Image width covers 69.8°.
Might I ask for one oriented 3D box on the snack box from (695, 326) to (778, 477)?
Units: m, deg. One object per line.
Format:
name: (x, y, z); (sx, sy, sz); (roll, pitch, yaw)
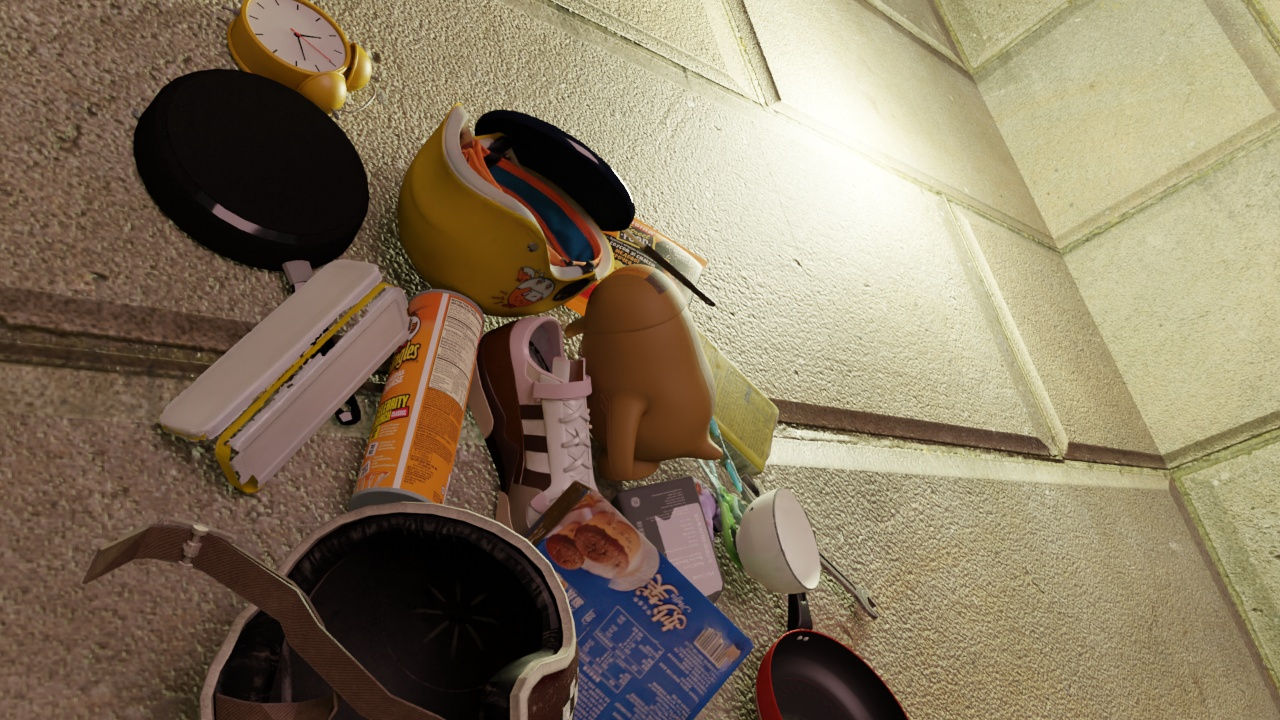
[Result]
snack box: (0.092, 0.052, 1.124); (0.181, 0.045, 0.121); (43, 40, -19)

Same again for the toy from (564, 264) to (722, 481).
toy: (-0.005, 0.005, 0.931); (0.198, 0.163, 0.203); (-50, 135, -60)

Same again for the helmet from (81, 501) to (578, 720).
helmet: (-0.159, 0.204, 0.584); (0.253, 0.233, 0.234); (-49, 145, -81)

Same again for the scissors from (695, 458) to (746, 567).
scissors: (0.091, 0.152, 1.023); (0.170, 0.028, 0.138); (53, 29, -30)

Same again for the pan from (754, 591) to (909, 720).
pan: (0.188, 0.330, 1.004); (0.208, 0.067, 0.355); (19, 34, -34)

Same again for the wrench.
wrench: (0.207, 0.230, 1.117); (0.273, 0.010, 0.070); (44, 16, -20)

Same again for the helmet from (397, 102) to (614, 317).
helmet: (-0.146, -0.123, 0.923); (0.209, 0.140, 0.239); (57, 16, 25)

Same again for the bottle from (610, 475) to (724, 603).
bottle: (0.035, 0.210, 0.919); (0.083, 0.046, 0.173); (-11, 69, -18)

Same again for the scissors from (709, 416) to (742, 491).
scissors: (0.092, 0.100, 1.020); (0.135, 0.015, 0.136); (-106, 174, -50)

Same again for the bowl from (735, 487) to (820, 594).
bowl: (0.146, 0.202, 1.005); (0.113, 0.063, 0.113); (44, 33, -41)

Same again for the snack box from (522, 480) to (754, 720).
snack box: (-0.030, 0.227, 0.778); (0.202, 0.069, 0.155); (46, 79, -13)

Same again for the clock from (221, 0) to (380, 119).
clock: (-0.338, -0.308, 0.923); (0.152, 0.052, 0.113); (38, 41, -16)

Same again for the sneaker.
sneaker: (-0.073, 0.088, 0.859); (0.111, 0.117, 0.293); (5, 60, -45)

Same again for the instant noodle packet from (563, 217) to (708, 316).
instant noodle packet: (-0.007, -0.102, 1.125); (0.160, 0.032, 0.220); (30, 42, -8)

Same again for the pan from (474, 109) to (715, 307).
pan: (-0.036, -0.165, 1.044); (0.356, 0.199, 0.021); (37, 74, -26)

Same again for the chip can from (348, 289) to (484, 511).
chip can: (-0.191, 0.041, 0.803); (0.075, 0.075, 0.214); (30, 44, -29)

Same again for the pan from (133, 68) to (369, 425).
pan: (-0.311, -0.110, 0.813); (0.203, 0.044, 0.355); (-9, 69, -49)

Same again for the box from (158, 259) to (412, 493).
box: (-0.271, 0.010, 0.740); (0.208, 0.079, 0.080); (-55, 141, -36)

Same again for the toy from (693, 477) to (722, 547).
toy: (0.066, 0.179, 1.009); (0.080, 0.037, 0.099); (44, 37, -32)
